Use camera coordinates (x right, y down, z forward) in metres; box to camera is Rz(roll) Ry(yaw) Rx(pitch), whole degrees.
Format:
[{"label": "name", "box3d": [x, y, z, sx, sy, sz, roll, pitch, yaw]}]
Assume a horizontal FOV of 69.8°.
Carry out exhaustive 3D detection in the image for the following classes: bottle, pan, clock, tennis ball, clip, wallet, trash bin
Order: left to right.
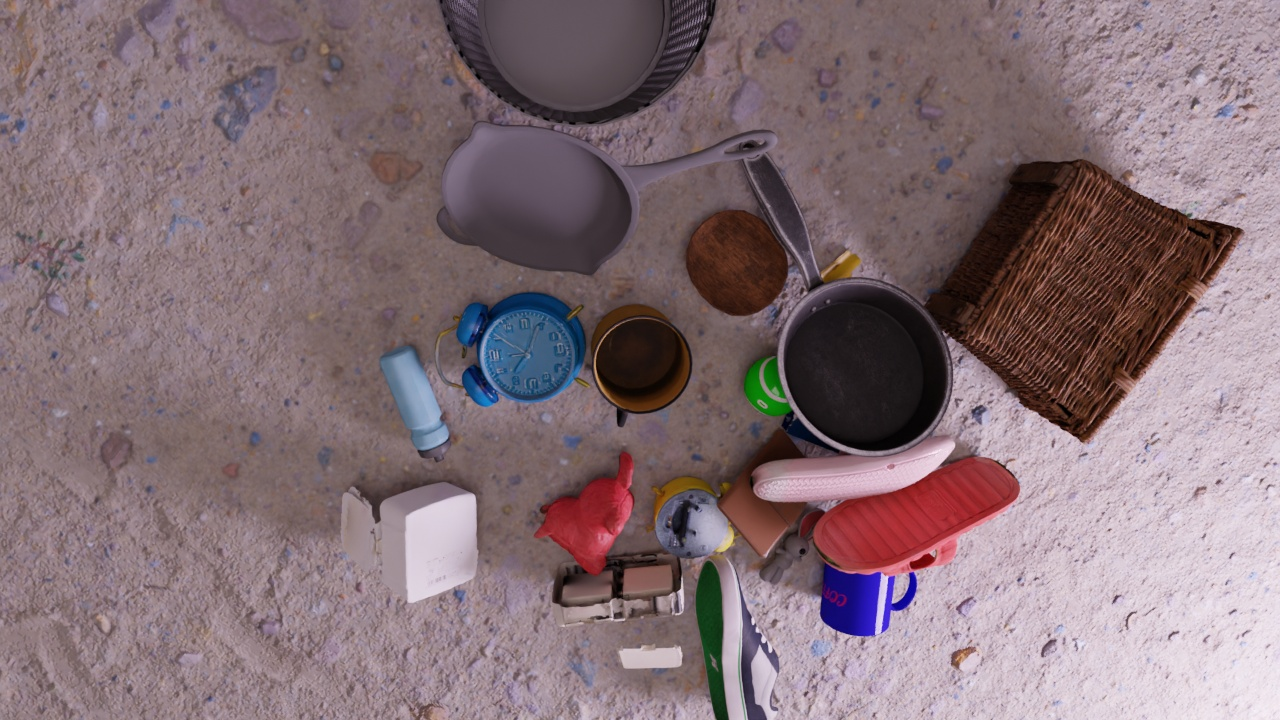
[{"label": "bottle", "box3d": [-0.238, 0.050, 0.983, 0.040, 0.040, 0.130, -18, 105, 0]}, {"label": "clock", "box3d": [-0.134, -0.008, 0.966, 0.161, 0.060, 0.117, -7, 105, -1]}, {"label": "trash bin", "box3d": [-0.057, -0.317, 0.805, 0.217, 0.227, 0.218, -1, 104, -4]}, {"label": "pan", "box3d": [-0.041, -0.171, 0.875, 0.355, 0.024, 0.216, -11, 141, 24]}, {"label": "clock", "box3d": [0.067, 0.176, 1.031, 0.118, 0.057, 0.083, 6, 103, -6]}, {"label": "wallet", "box3d": [0.146, 0.148, 1.027, 0.120, 0.013, 0.087, -46, 106, -22]}, {"label": "tennis ball", "box3d": [0.145, 0.028, 0.995, 0.065, 0.065, 0.065, -1, 104, -4]}, {"label": "pan", "box3d": [0.188, -0.067, 0.947, 0.187, 0.055, 0.356, -27, 82, -15]}, {"label": "clip", "box3d": [0.219, -0.089, 0.997, 0.054, 0.044, 0.049, -42, 145, 5]}]

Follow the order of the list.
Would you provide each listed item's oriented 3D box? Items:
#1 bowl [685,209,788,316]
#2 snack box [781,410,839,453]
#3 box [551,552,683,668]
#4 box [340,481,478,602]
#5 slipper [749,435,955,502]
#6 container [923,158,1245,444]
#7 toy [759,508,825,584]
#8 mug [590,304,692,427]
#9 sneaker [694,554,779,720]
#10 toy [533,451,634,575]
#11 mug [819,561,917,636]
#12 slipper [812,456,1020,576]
[{"label": "bowl", "box3d": [0.100, -0.104, 0.976, 0.102, 0.026, 0.114, -41, 102, 1]}, {"label": "snack box", "box3d": [0.243, 0.068, 1.033, 0.150, 0.027, 0.082, 22, 103, -9]}, {"label": "box", "box3d": [-0.023, 0.284, 0.985, 0.143, 0.186, 0.070, -7, 106, 4]}, {"label": "box", "box3d": [-0.266, 0.189, 1.008, 0.120, 0.137, 0.109, -13, 109, -45]}, {"label": "slipper", "box3d": [0.227, 0.113, 0.990, 0.221, 0.107, 0.055, -9, 61, -2]}, {"label": "container", "box3d": [0.433, -0.079, 0.946, 0.183, 0.162, 0.250, 31, 100, -6]}, {"label": "toy", "box3d": [0.182, 0.215, 1.064, 0.049, 0.030, 0.112, 29, 105, -40]}, {"label": "mug", "box3d": [-0.006, 0.006, 0.962, 0.100, 0.094, 0.124, 15, 101, -9]}, {"label": "sneaker", "box3d": [0.119, 0.326, 1.068, 0.079, 0.084, 0.235, -13, 109, -16]}, {"label": "toy", "box3d": [-0.056, 0.157, 1.008, 0.094, 0.088, 0.133, 28, 100, 0]}, {"label": "mug", "box3d": [0.266, 0.260, 1.059, 0.111, 0.079, 0.083, 0, 104, -11]}, {"label": "slipper", "box3d": [0.311, 0.184, 1.031, 0.248, 0.103, 0.059, -18, 135, -13]}]
